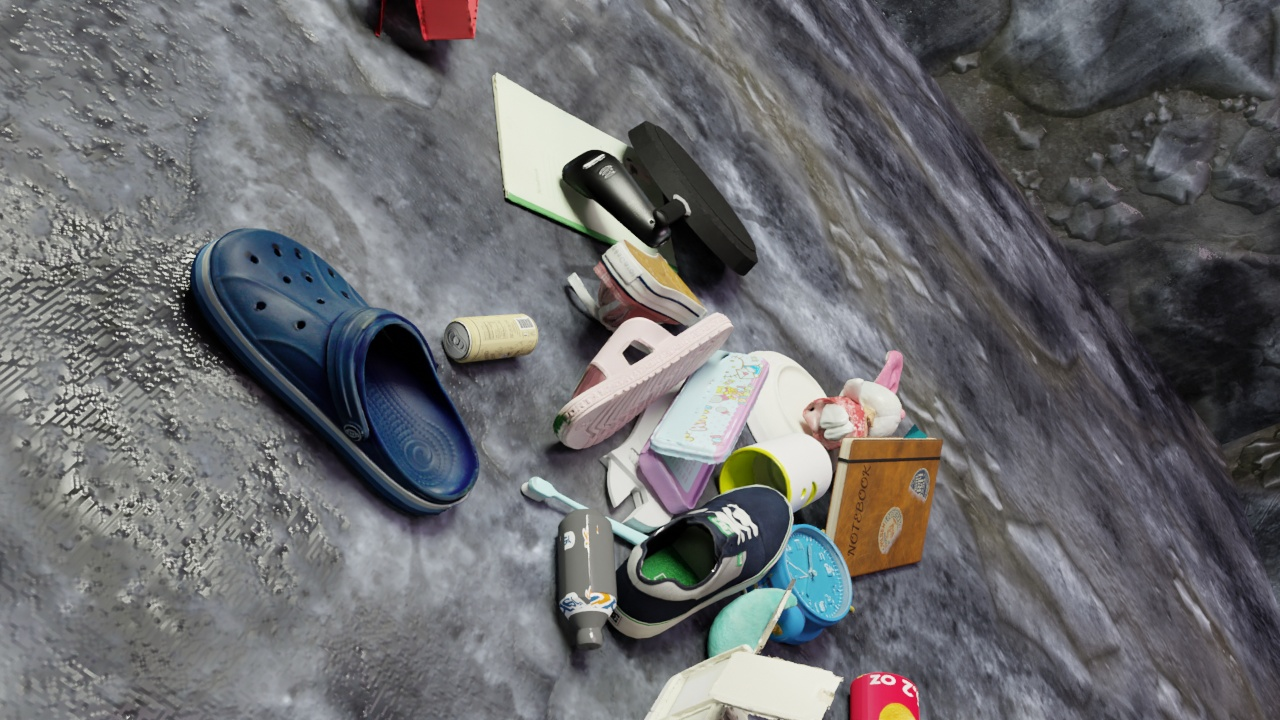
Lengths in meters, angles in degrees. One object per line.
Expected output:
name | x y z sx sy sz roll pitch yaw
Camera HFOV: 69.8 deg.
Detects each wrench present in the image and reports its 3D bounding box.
wrench | 0.024 0.067 0.930 0.086 0.018 0.272 47 35 -13

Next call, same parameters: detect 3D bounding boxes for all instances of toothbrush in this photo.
toothbrush | -0.030 0.144 0.806 0.180 0.017 0.016 33 40 -31

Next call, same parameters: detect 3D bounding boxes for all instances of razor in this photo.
razor | -0.023 -0.170 0.982 0.053 0.067 0.151 -37 69 -17

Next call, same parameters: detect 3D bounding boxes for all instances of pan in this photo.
pan | 0.057 -0.185 1.060 0.225 0.034 0.355 51 16 -4

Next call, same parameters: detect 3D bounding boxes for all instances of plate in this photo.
plate | 0.190 0.063 1.114 0.182 0.034 0.182 30 43 -32

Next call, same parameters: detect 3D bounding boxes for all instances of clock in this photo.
clock | 0.147 0.222 0.914 0.161 0.060 0.116 3 62 -46

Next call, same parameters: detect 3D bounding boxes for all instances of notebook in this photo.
notebook | 0.295 0.163 1.089 0.248 0.014 0.178 5 95 -48
notebook | -0.060 -0.210 1.057 0.252 0.010 0.181 19 50 -40

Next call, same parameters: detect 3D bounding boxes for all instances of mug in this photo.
mug | 0.144 0.123 0.970 0.106 0.083 0.082 -11 71 -53

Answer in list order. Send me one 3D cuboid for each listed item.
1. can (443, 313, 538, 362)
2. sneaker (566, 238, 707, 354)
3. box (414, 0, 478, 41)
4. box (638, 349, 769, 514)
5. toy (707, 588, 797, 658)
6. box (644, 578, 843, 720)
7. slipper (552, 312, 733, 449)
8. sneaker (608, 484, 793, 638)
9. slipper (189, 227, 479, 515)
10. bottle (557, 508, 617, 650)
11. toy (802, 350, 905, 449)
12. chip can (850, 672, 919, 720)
can | -0.130 -0.020 0.797 0.079 0.038 0.038 -8 69 -52
sneaker | -0.001 -0.060 0.945 0.118 0.088 0.240 51 12 14
box | -0.092 -0.463 0.910 0.153 0.326 0.213 65 16 -51
box | 0.064 0.056 0.916 0.077 0.096 0.213 34 31 2
toy | 0.101 0.259 0.829 0.085 0.033 0.105 4 83 -16
box | 0.060 0.243 0.679 0.069 0.192 0.143 53 28 -2
slipper | -0.005 0.005 0.866 0.064 0.094 0.238 46 46 14
sneaker | 0.070 0.159 0.812 0.234 0.079 0.084 -22 58 -44
slipper | -0.198 -0.001 0.657 0.253 0.095 0.104 51 38 -13
bottle | -0.043 0.175 0.737 0.047 0.047 0.112 25 45 -36
toy | 0.266 0.067 1.099 0.193 0.084 0.159 0 92 -50
chip can | 0.229 0.407 0.856 0.069 0.069 0.220 40 38 -21
